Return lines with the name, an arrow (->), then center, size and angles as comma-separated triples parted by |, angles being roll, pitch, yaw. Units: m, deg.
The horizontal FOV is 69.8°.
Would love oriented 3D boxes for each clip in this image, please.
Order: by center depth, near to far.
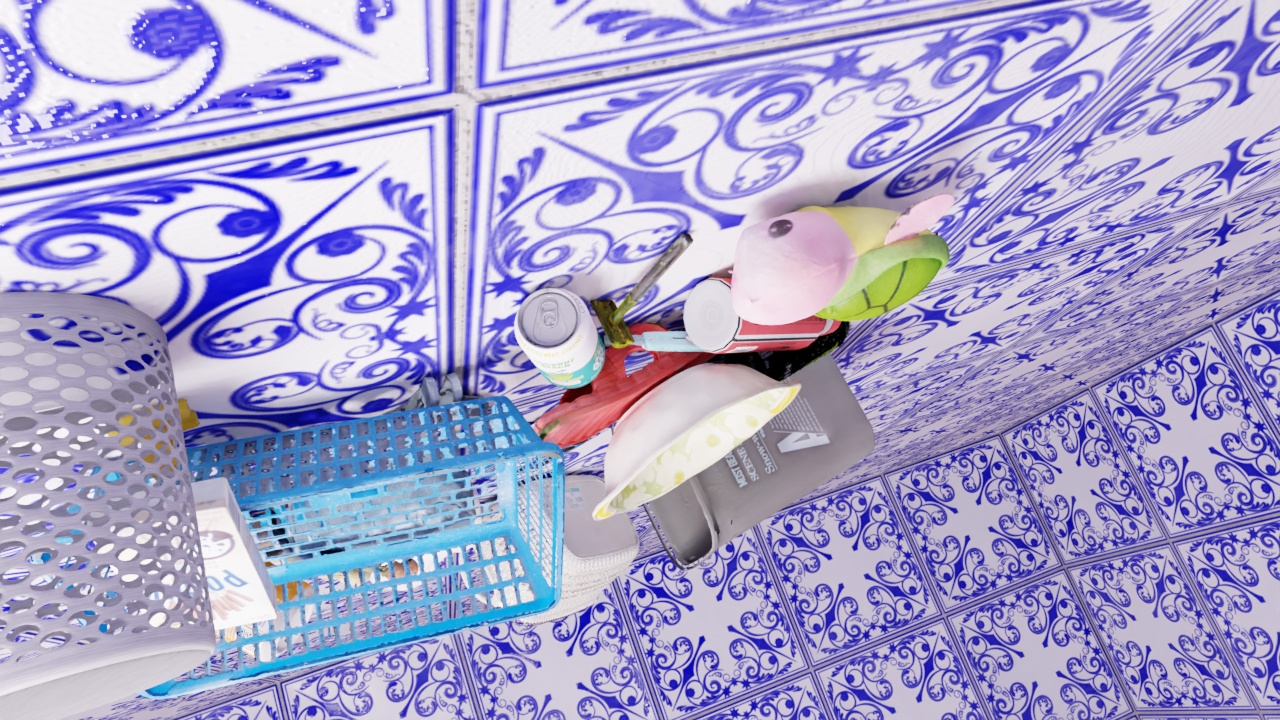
clip -> -0.324, 0.052, 0.615 | 0.054, 0.048, 0.046 | -16, 119, -19
clip -> -0.208, 0.062, 0.801 | 0.164, 0.030, 0.173 | -22, 162, -5

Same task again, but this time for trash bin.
trash bin -> -0.310, 0.083, 0.468 | 0.156, 0.183, 0.156 | -19, 164, -6
trash bin -> 0.114, 0.092, 1.020 | 0.219, 0.197, 0.198 | -22, 164, -18

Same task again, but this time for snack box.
snack box -> -0.305, 0.138, 0.623 | 0.082, 0.026, 0.150 | -10, 139, -14
snack box -> -0.111, 0.093, 1.018 | 0.151, 0.027, 0.082 | -33, 159, 36

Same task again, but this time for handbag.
handbag -> -0.259, 0.162, 0.904 | 0.192, 0.118, 0.122 | -12, 162, -2

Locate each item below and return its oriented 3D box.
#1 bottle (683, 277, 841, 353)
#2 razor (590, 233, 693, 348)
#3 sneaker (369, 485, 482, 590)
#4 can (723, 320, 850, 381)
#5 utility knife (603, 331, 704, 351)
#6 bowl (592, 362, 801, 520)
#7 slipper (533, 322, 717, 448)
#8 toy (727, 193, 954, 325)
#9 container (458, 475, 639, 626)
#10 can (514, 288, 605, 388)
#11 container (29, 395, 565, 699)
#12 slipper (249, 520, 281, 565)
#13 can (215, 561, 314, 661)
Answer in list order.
bottle -> 0.116, -0.040, 0.804 | 0.176, 0.062, 0.062 | -3, 156, -46
razor -> 0.004, -0.057, 0.678 | 0.026, 0.042, 0.106 | -1, 145, -44
sneaker -> -0.294, 0.218, 1.110 | 0.104, 0.090, 0.237 | 7, 151, -41
can -> 0.143, -0.014, 0.892 | 0.137, 0.054, 0.054 | -28, 169, -29
utility knife -> 0.024, -0.015, 0.758 | 0.147, 0.022, 0.015 | -1, 144, -42
bowl -> 0.038, 0.058, 0.809 | 0.219, 0.060, 0.189 | -29, 163, -15
slipper -> -0.005, 0.005, 0.810 | 0.248, 0.059, 0.104 | -28, 169, -40
toy -> 0.155, -0.074, 0.700 | 0.191, 0.087, 0.237 | -12, 177, 39
container -> -0.118, 0.252, 1.275 | 0.143, 0.184, 0.251 | -41, 158, 22
can -> -0.059, -0.016, 0.683 | 0.055, 0.055, 0.102 | -20, 164, -1
container -> -0.248, 0.146, 0.750 | 0.361, 0.089, 0.258 | -9, 139, -14
slipper -> -0.436, 0.233, 1.043 | 0.114, 0.054, 0.273 | -16, 165, -32
can -> -0.388, 0.219, 0.872 | 0.079, 0.142, 0.079 | -62, 174, -11
